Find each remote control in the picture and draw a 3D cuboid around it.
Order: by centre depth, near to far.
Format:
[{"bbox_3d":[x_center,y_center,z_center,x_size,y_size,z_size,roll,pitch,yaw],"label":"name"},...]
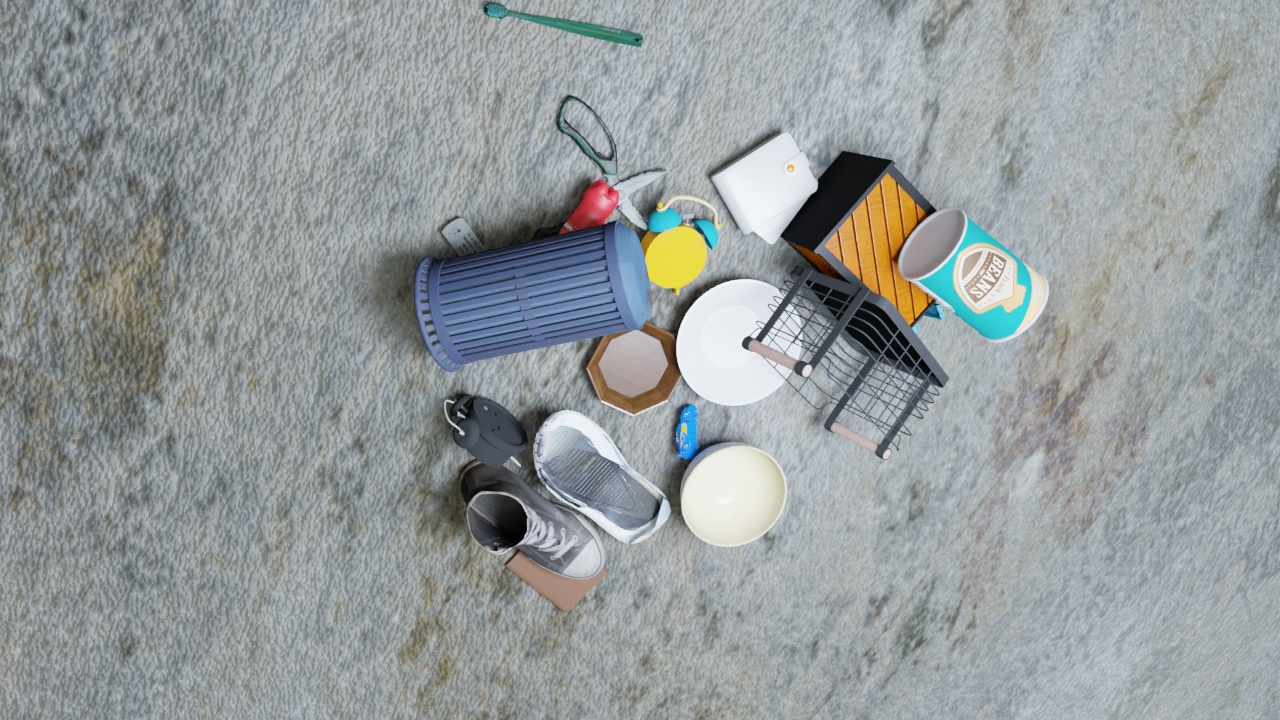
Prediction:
[{"bbox_3d":[-0.196,-0.117,1.146,0.033,0.013,0.136,-35,111,0],"label":"remote control"}]

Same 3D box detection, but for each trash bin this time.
[{"bbox_3d":[-0.119,-0.077,1.071,0.250,0.139,0.139,-11,110,10],"label":"trash bin"},{"bbox_3d":[0.299,-0.153,1.179,0.172,0.139,0.140,39,96,-21],"label":"trash bin"}]

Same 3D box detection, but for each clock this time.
[{"bbox_3d":[-0.201,0.087,1.171,0.120,0.091,0.043,34,108,-34],"label":"clock"},{"bbox_3d":[0.047,-0.148,1.172,0.099,0.043,0.130,13,113,-27],"label":"clock"}]

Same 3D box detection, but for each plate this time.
[{"bbox_3d":[-0.008,0.008,1.222,0.131,0.025,0.131,-4,108,-12],"label":"plate"},{"bbox_3d":[0.129,-0.027,1.236,0.174,0.036,0.174,-4,108,-12],"label":"plate"}]

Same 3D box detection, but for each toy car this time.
[{"bbox_3d":[0.047,0.107,1.271,0.062,0.033,0.092,1,91,29],"label":"toy car"}]

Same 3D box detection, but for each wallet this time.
[{"bbox_3d":[0.169,-0.217,1.180,0.118,0.037,0.115,-32,104,-1],"label":"wallet"},{"bbox_3d":[-0.118,0.294,1.296,0.087,0.013,0.121,-45,109,4],"label":"wallet"}]

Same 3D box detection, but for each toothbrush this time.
[{"bbox_3d":[-0.088,-0.395,1.080,0.189,0.017,0.016,7,106,-14],"label":"toothbrush"}]

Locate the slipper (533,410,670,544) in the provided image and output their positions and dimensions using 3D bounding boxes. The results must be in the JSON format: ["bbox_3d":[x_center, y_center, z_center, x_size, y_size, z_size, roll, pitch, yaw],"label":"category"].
[{"bbox_3d":[-0.059,0.156,1.242,0.111,0.063,0.264,-44,124,2],"label":"slipper"}]

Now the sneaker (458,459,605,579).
[{"bbox_3d":[-0.138,0.228,1.208,0.095,0.120,0.235,-44,107,3],"label":"sneaker"}]

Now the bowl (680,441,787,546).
[{"bbox_3d":[0.121,0.176,1.279,0.150,0.075,0.151,-3,108,-11],"label":"bowl"}]

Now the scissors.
[{"bbox_3d":[-0.069,-0.223,1.141,0.201,0.015,0.206,-28,110,-2],"label":"scissors"}]

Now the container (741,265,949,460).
[{"bbox_3d":[0.260,0.005,1.171,0.130,0.163,0.241,-54,130,-5],"label":"container"}]

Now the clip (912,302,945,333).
[{"bbox_3d":[0.371,-0.079,1.234,0.120,0.130,0.030,-31,110,-20],"label":"clip"}]

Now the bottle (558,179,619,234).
[{"bbox_3d":[-0.077,-0.156,1.131,0.042,0.042,0.142,30,101,-20],"label":"bottle"}]

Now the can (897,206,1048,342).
[{"bbox_3d":[0.393,-0.100,1.087,0.144,0.099,0.099,32,98,-20],"label":"can"}]
